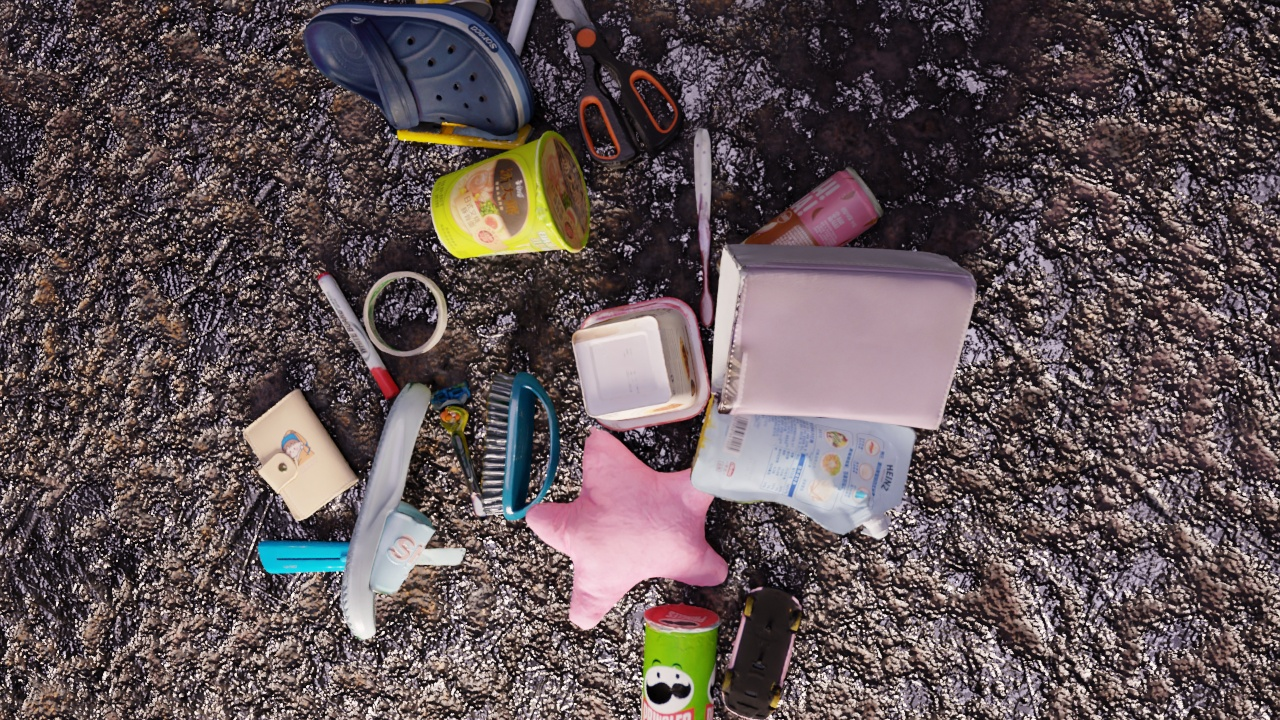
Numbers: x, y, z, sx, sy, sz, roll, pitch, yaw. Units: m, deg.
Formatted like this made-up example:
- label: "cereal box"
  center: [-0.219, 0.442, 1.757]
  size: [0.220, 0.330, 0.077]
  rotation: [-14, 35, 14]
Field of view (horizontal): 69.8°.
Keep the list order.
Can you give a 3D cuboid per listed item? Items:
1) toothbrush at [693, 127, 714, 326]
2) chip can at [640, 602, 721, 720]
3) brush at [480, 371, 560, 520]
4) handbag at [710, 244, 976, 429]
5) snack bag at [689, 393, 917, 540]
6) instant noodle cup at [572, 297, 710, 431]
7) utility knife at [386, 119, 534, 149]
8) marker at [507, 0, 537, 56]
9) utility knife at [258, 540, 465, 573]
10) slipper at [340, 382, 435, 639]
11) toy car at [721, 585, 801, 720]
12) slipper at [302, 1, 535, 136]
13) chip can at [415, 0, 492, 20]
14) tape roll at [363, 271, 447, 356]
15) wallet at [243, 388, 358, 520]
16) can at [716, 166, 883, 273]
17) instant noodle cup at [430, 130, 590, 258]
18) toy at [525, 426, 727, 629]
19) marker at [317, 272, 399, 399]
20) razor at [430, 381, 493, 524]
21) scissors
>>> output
- label: "toothbrush"
  center: [0.061, -0.125, 0.863]
  size: [0.016, 0.017, 0.187]
  rotation: [-2, 89, 14]
- label: "chip can"
  center: [0.033, 0.351, 0.852]
  size: [0.072, 0.072, 0.236]
  rotation: [3, 93, 11]
- label: "brush"
  center: [-0.113, 0.083, 0.881]
  size: [0.073, 0.055, 0.144]
  rotation: [6, 92, 12]
- label: "handbag"
  center: [0.164, -0.021, 0.779]
  size: [0.197, 0.098, 0.145]
  rotation: [3, 109, -6]
- label: "snack bag"
  center: [0.147, 0.089, 0.825]
  size: [0.191, 0.039, 0.110]
  rotation: [16, 68, 0]
- label: "instant noodle cup"
  center: [-0.005, 0.005, 0.823]
  size: [0.116, 0.124, 0.116]
  rotation: [-11, 89, 12]
- label: "utility knife"
  center: [-0.180, -0.229, 0.906]
  size: [0.156, 0.015, 0.033]
  rotation: [7, 96, 11]
- label: "marker"
  center: [-0.126, -0.302, 0.893]
  size: [0.023, 0.018, 0.131]
  rotation: [19, 95, 19]
- label: "utility knife"
  center: [-0.285, 0.200, 0.939]
  size: [0.225, 0.018, 0.034]
  rotation: [-3, 90, 10]
- label: "slipper"
  center: [-0.233, 0.144, 0.888]
  size: [0.074, 0.104, 0.245]
  rotation: [15, 82, -16]
- label: "toy car"
  center: [0.113, 0.271, 0.852]
  size: [0.056, 0.037, 0.122]
  rotation: [16, 82, 8]
- label: "slipper"
  center: [-0.219, -0.269, 0.850]
  size: [0.253, 0.105, 0.095]
  rotation: [21, 58, 20]
- label: "chip can"
  center: [-0.205, -0.425, 0.878]
  size: [0.072, 0.072, 0.213]
  rotation: [-19, 88, 11]
- label: "tape roll"
  center: [-0.237, -0.047, 0.923]
  size: [0.086, 0.014, 0.086]
  rotation: [0, 92, 11]
- label: "wallet"
  center: [-0.355, 0.100, 0.947]
  size: [0.087, 0.024, 0.115]
  rotation: [-36, 86, 11]
- label: "can"
  center: [0.141, -0.108, 0.824]
  size: [0.147, 0.058, 0.058]
  rotation: [-36, 85, 10]
- label: "instant noodle cup"
  center: [-0.125, -0.144, 0.857]
  size: [0.124, 0.111, 0.111]
  rotation: [-10, 89, 19]
- label: "toy"
  center: [-0.004, 0.141, 0.850]
  size: [0.194, 0.074, 0.178]
  rotation: [-20, 92, -1]
- label: "marker"
  center: [-0.287, -0.026, 0.933]
  size: [0.017, 0.017, 0.145]
  rotation: [-32, 86, 10]
- label: "razor"
  center: [-0.175, 0.095, 0.911]
  size: [0.043, 0.022, 0.142]
  rotation: [-17, 88, 13]
- label: "scissors"
  center: [-0.031, -0.298, 0.876]
  size: [0.152, 0.021, 0.234]
  rotation: [-4, 87, 5]
